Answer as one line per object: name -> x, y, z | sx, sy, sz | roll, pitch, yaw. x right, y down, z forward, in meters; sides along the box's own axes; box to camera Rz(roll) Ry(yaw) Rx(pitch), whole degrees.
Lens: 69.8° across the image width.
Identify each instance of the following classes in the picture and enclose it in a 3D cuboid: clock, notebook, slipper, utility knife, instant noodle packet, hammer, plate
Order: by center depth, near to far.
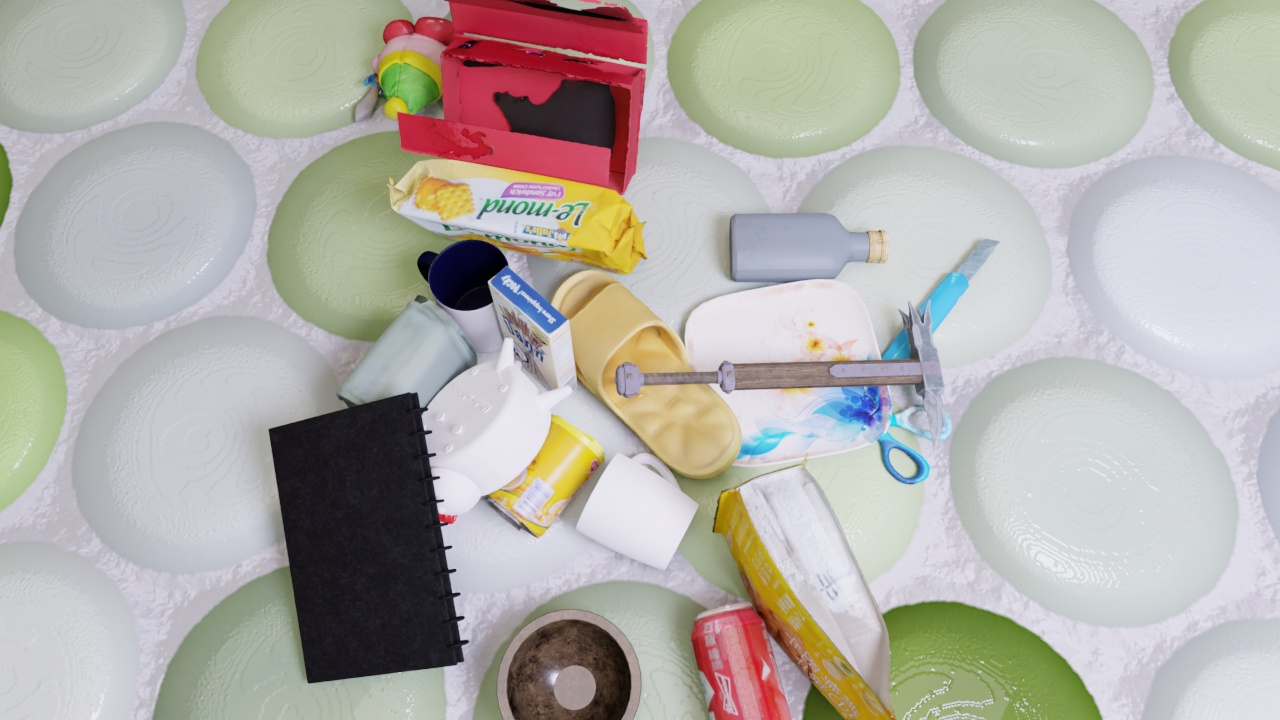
instant noodle packet -> 0.147, 0.207, 0.757 | 0.084, 0.163, 0.221 | -23, 68, -9
notebook -> -0.240, 0.156, 0.803 | 0.169, 0.019, 0.231 | -14, 83, 22
clock -> -0.154, 0.059, 0.848 | 0.160, 0.073, 0.125 | -49, 35, -14
hammer -> 0.132, 0.018, 0.852 | 0.316, 0.028, 0.147 | -2, 72, -11
slipper -> -0.005, 0.005, 0.888 | 0.099, 0.078, 0.263 | -41, 67, -4
plate -> 0.144, 0.012, 0.912 | 0.187, 0.016, 0.186 | -10, 66, 3
utility knife -> 0.306, -0.053, 0.940 | 0.031, 0.015, 0.209 | 38, 77, 15

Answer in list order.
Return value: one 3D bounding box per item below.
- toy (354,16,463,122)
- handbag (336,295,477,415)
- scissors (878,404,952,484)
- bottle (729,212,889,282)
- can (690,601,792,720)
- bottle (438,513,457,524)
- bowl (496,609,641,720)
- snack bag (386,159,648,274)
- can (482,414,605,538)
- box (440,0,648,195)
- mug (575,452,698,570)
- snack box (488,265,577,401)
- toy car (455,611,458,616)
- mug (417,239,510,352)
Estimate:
toy -> -0.269, -0.325, 1.040 | 0.124, 0.097, 0.131 | 3, 86, 10
handbag -> -0.225, 0.010, 0.885 | 0.067, 0.106, 0.121 | 30, 71, 17
scissors -> 0.226, 0.069, 0.895 | 0.141, 0.014, 0.090 | 19, 75, 10
bottle -> 0.175, -0.118, 0.955 | 0.161, 0.046, 0.072 | 0, 67, 2
can -> 0.091, 0.294, 0.773 | 0.067, 0.067, 0.170 | -13, 68, -3
bottle -> -0.233, 0.137, 0.868 | 0.119, 0.036, 0.036 | 8, 68, 5
bowl -> -0.059, 0.280, 0.790 | 0.121, 0.056, 0.121 | -1, 67, 2
snack bag -> -0.108, -0.143, 0.912 | 0.247, 0.159, 0.068 | 11, 88, 7
can -> -0.089, 0.108, 0.858 | 0.067, 0.068, 0.105 | 35, 73, 15
box -> -0.104, -0.306, 0.904 | 0.211, 0.316, 0.123 | 12, 65, 6
mug -> 0.005, 0.131, 0.848 | 0.087, 0.081, 0.114 | 28, 40, 7
snack box -> -0.099, -0.021, 0.869 | 0.026, 0.150, 0.082 | -42, 72, -18
toy car -> -0.211, 0.201, 0.834 | 0.113, 0.048, 0.040 | 31, 75, 13
mug -> -0.176, -0.071, 0.921 | 0.112, 0.097, 0.078 | 30, 71, 14
